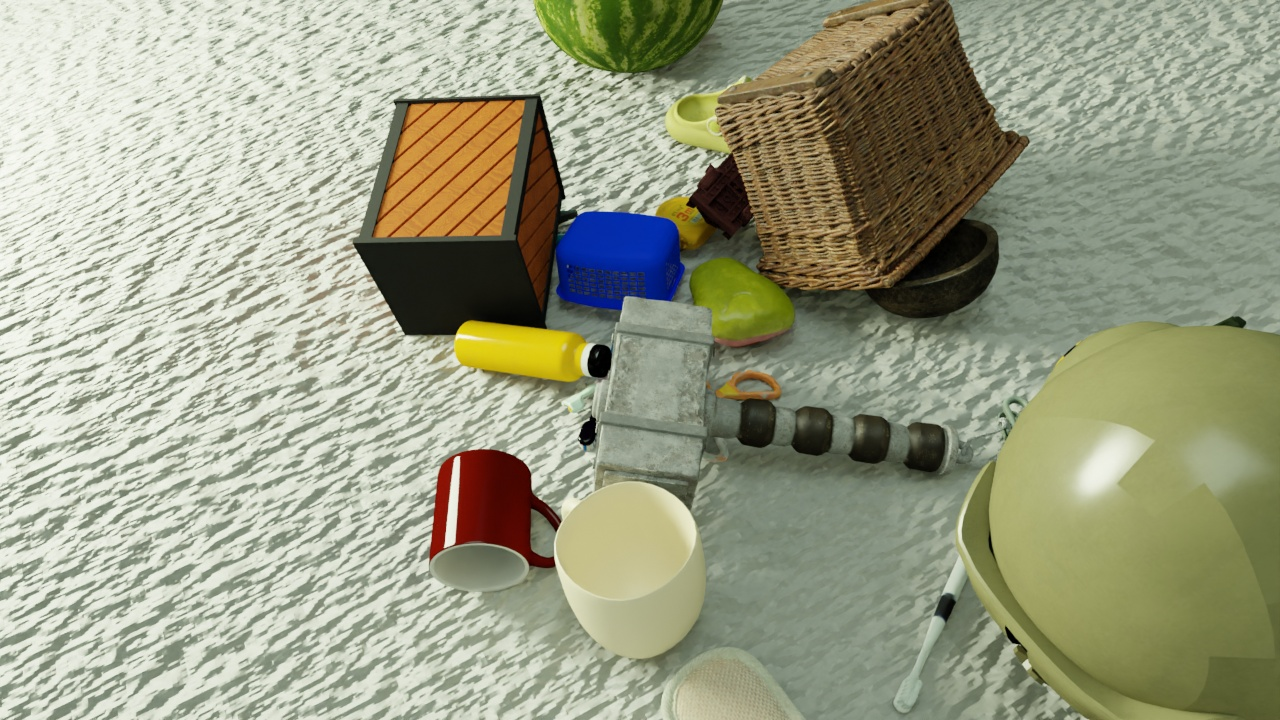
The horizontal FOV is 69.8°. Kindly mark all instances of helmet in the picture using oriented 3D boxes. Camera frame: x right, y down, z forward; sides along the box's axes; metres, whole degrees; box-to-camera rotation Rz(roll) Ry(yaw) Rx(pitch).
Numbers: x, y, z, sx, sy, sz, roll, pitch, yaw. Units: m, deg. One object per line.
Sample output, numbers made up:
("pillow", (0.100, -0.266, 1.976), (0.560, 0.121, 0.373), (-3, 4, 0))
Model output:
("helmet", (-0.009, -0.464, 1.084), (0.242, 0.247, 0.213), (6, 8, -43))
("helmet", (0.309, 0.102, 0.524), (0.232, 0.256, 0.250), (-22, 49, -16))

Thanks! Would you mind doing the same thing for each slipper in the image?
("slipper", (0.117, -0.276, 1.009), (0.191, 0.082, 0.091), (14, 50, 21))
("slipper", (0.108, 0.277, 0.547), (0.115, 0.052, 0.263), (-31, 52, -17))

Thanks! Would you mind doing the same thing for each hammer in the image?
("hammer", (0.125, 0.054, 0.718), (0.326, 0.080, 0.176), (8, 49, 0))

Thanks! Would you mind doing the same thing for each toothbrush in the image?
("toothbrush", (0.221, 0.167, 0.651), (0.012, 0.017, 0.186), (34, 58, 7))
("toothbrush", (-0.005, 0.005, 0.809), (0.154, 0.015, 0.022), (-32, 32, -30))
("toothbrush", (-0.027, 0.010, 0.821), (0.014, 0.014, 0.167), (8, 50, 12))

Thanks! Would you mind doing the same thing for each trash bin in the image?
("trash bin", (-0.159, -0.134, 0.861), (0.140, 0.140, 0.171), (0, 58, 7))

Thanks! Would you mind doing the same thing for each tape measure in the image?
("tape measure", (0.043, -0.138, 0.929), (0.059, 0.030, 0.068), (22, 49, 23))

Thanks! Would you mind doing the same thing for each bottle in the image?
("bottle", (-0.094, -0.007, 0.808), (0.144, 0.043, 0.043), (7, 50, 27))

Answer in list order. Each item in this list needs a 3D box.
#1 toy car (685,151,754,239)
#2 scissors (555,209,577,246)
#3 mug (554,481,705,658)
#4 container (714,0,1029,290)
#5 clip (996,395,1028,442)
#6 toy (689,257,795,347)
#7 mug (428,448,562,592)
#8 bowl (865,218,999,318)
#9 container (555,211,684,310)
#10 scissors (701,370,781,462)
("toy car", (0.113, -0.191, 0.923), (0.070, 0.062, 0.169), (41, 67, 0))
("scissors", (-0.128, -0.122, 0.945), (0.146, 0.019, 0.133), (27, 62, 21))
("mug", (-0.012, 0.147, 0.643), (0.096, 0.100, 0.120), (-37, 49, -26))
("container", (0.200, -0.205, 0.835), (0.249, 0.183, 0.162), (-42, 29, -27))
("clip", (0.301, 0.064, 0.724), (0.023, 0.044, 0.076), (1, 49, 1))
("toy", (0.088, -0.057, 0.840), (0.090, 0.051, 0.110), (-15, 46, -10))
("mug", (-0.105, 0.125, 0.701), (0.105, 0.073, 0.082), (14, 46, -19))
("bowl", (0.261, -0.074, 0.821), (0.121, 0.056, 0.121), (-19, 27, 10))
("container", (-0.020, -0.099, 0.874), (0.114, 0.058, 0.096), (8, 40, 15))
("scissors", (0.059, 0.037, 0.788), (0.125, 0.011, 0.131), (-2, 49, 5))
